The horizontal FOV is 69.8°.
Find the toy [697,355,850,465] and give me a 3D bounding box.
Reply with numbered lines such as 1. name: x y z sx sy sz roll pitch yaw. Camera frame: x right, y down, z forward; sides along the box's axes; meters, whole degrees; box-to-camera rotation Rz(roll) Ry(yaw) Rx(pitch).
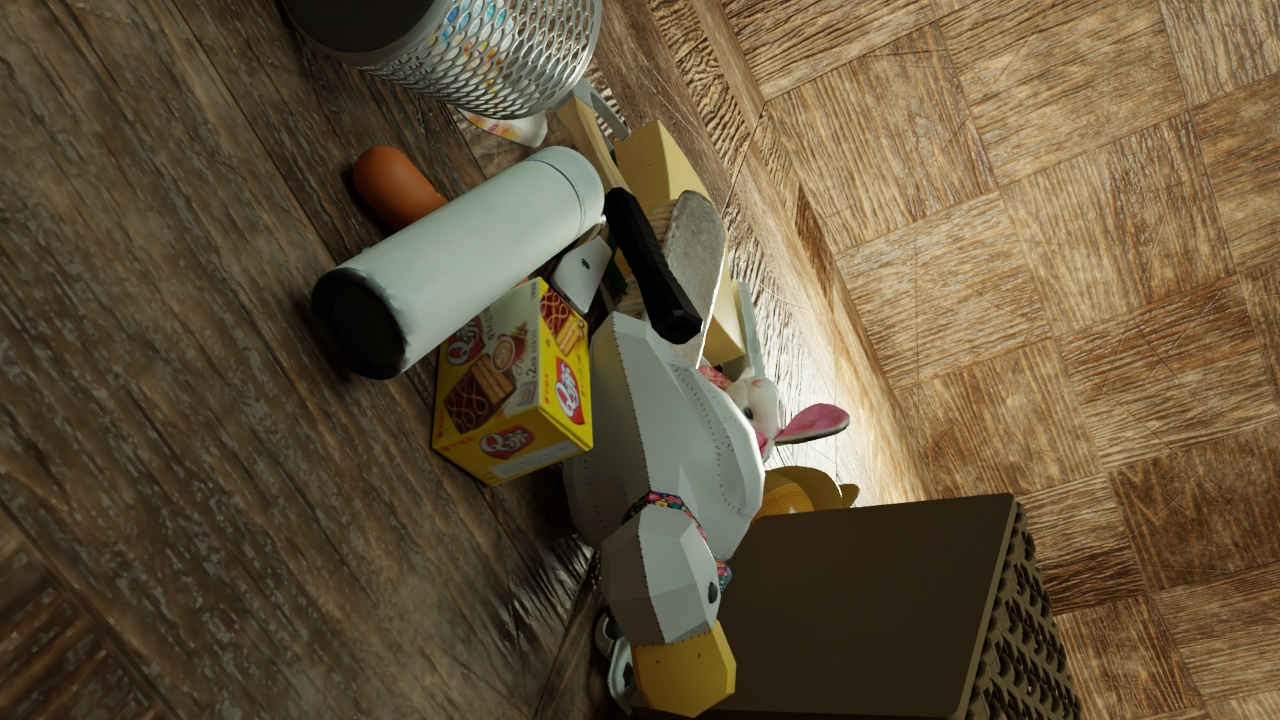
1. toy: 0.101 0.048 0.937 0.194 0.158 0.084 39 -44 50

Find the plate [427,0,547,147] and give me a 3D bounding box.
1. plate: -0.145 -0.291 0.837 0.187 0.016 0.186 70 20 4

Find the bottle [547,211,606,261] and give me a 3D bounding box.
1. bottle: -0.061 -0.133 0.830 0.059 0.059 0.181 65 20 -9

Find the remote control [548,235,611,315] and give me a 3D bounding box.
1. remote control: -0.055 -0.090 0.866 0.045 0.008 0.146 48 26 -17

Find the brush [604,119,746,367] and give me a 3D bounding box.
1. brush: 0.037 -0.130 1.056 0.195 0.075 0.249 51 26 -40

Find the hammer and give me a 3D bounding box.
1. hammer: -0.024 -0.148 0.792 0.131 0.039 0.327 26 33 -49

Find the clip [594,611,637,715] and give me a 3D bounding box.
1. clip: 0.017 0.217 0.688 0.125 0.074 0.143 59 27 -31

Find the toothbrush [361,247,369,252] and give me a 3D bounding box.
1. toothbrush: -0.130 -0.040 0.621 0.016 0.022 0.155 -62 147 -5

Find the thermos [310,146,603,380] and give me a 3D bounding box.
1. thermos: -0.101 -0.070 0.568 0.068 0.068 0.229 62 37 -16

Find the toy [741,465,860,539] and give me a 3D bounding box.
1. toy: 0.139 0.165 0.886 0.198 0.162 0.203 55 9 31

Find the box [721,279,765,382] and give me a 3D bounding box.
1. box: 0.123 0.029 1.126 0.193 0.061 0.209 92 -3 -49

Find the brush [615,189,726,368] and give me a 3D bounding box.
1. brush: 0.022 -0.042 0.835 0.083 0.057 0.270 39 52 -33

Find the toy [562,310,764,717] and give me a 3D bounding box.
1. toy: 0.013 0.087 0.625 0.267 0.141 0.246 -7 83 -82

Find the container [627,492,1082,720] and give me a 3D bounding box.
1. container: 0.168 0.256 0.649 0.250 0.220 0.214 -39 112 -54

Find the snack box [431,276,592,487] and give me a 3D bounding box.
1. snack box: -0.081 0.013 0.591 0.061 0.084 0.105 45 31 -45

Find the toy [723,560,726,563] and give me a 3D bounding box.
1. toy: 0.065 0.231 0.792 0.105 0.074 0.085 -79 156 -49

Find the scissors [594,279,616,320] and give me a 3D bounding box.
1. scissors: 0.002 0.006 0.873 0.146 0.015 0.187 17 60 -19

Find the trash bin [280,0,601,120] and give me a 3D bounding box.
1. trash bin: -0.135 -0.260 0.633 0.183 0.157 0.156 -13 82 -67

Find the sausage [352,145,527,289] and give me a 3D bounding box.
1. sausage: -0.131 -0.085 0.627 0.164 0.039 0.044 43 34 -50
